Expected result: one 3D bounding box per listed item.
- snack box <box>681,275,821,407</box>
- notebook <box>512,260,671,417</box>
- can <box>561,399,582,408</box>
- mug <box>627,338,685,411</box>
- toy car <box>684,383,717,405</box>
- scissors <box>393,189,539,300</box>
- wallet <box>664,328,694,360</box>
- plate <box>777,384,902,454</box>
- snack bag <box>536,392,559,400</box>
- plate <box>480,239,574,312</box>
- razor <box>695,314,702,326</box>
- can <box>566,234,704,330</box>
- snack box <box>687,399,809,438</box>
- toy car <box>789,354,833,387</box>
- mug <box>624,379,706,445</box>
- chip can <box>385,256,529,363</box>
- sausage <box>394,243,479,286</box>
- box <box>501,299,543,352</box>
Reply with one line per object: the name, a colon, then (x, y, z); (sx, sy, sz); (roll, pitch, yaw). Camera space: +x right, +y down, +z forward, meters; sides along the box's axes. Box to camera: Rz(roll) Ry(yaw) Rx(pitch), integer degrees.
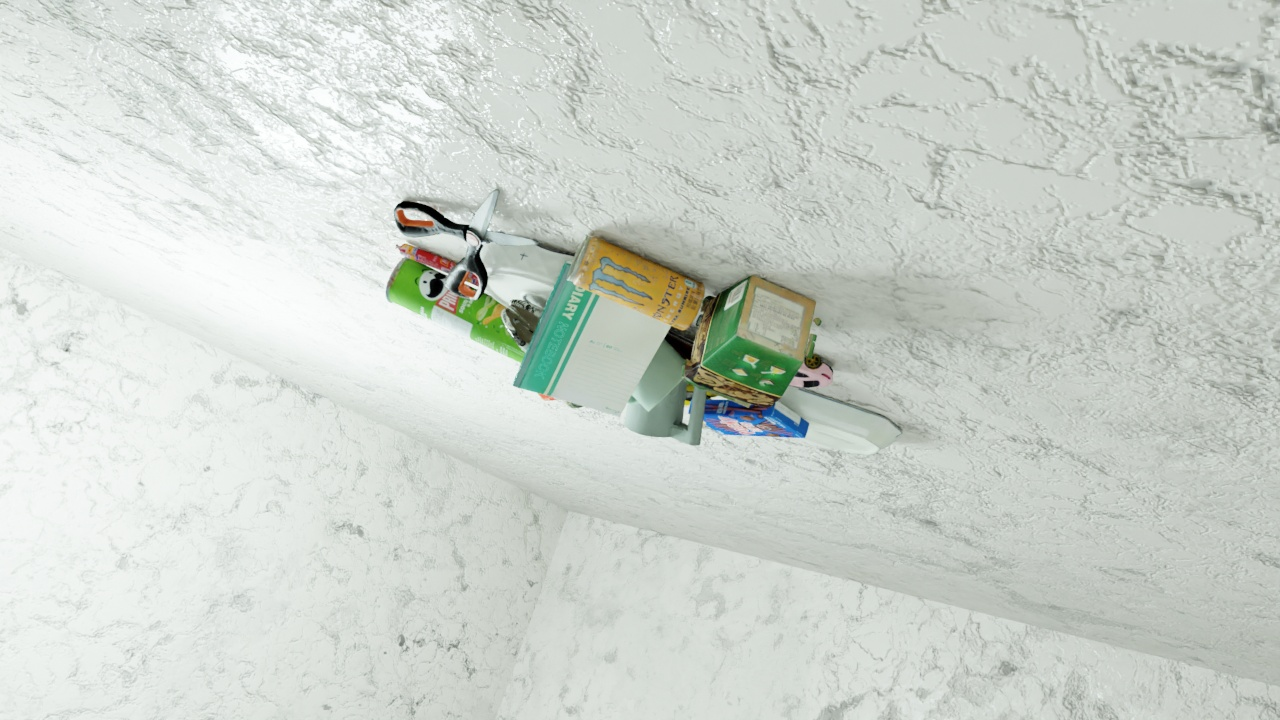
snack box: (0.124, -0.027, 0.993); (0.117, 0.118, 0.106); (21, 152, -8)
notebook: (-0.055, -0.021, 1.123); (0.150, 0.012, 0.210); (16, 129, -16)
can: (-0.129, 0.017, 1.418); (0.147, 0.058, 0.058); (36, 179, 41)
mug: (-0.004, 0.009, 1.218); (0.106, 0.082, 0.112); (45, 133, 2)
toy car: (0.068, 0.044, 1.380); (0.071, 0.041, 0.156); (13, 166, -21)
scissors: (-0.209, -0.141, 1.069); (0.224, 0.021, 0.221); (30, 147, 11)
wallet: (0.080, -0.005, 1.209); (0.122, 0.020, 0.096); (28, 167, 34)
plate: (0.245, 0.086, 1.343); (0.266, 0.034, 0.162); (19, 164, 2)
snack bag: (-0.074, 0.039, 1.490); (0.208, 0.073, 0.128); (5, -176, 35)
plate: (-0.114, -0.088, 1.164); (0.205, 0.045, 0.205); (17, 165, 5)
razor: (0.106, -0.024, 1.148); (0.043, 0.028, 0.132); (25, 169, 25)
can: (-0.004, -0.086, 1.015); (0.146, 0.058, 0.058); (22, 164, -11)
snack box: (0.153, 0.083, 1.318); (0.157, 0.026, 0.084); (-2, 154, 45)
toy car: (0.182, 0.008, 1.155); (0.122, 0.037, 0.056); (16, 163, 15)
mug: (0.040, 0.052, 1.289); (0.124, 0.103, 0.083); (18, -161, 36)
chip can: (-0.234, -0.064, 1.273); (0.236, 0.072, 0.072); (26, 165, 6)
sausage: (-0.259, -0.126, 1.251); (0.156, 0.020, 0.020); (22, 164, -12)
box: (-0.112, -0.035, 1.188); (0.163, 0.079, 0.074); (39, -170, -47)
